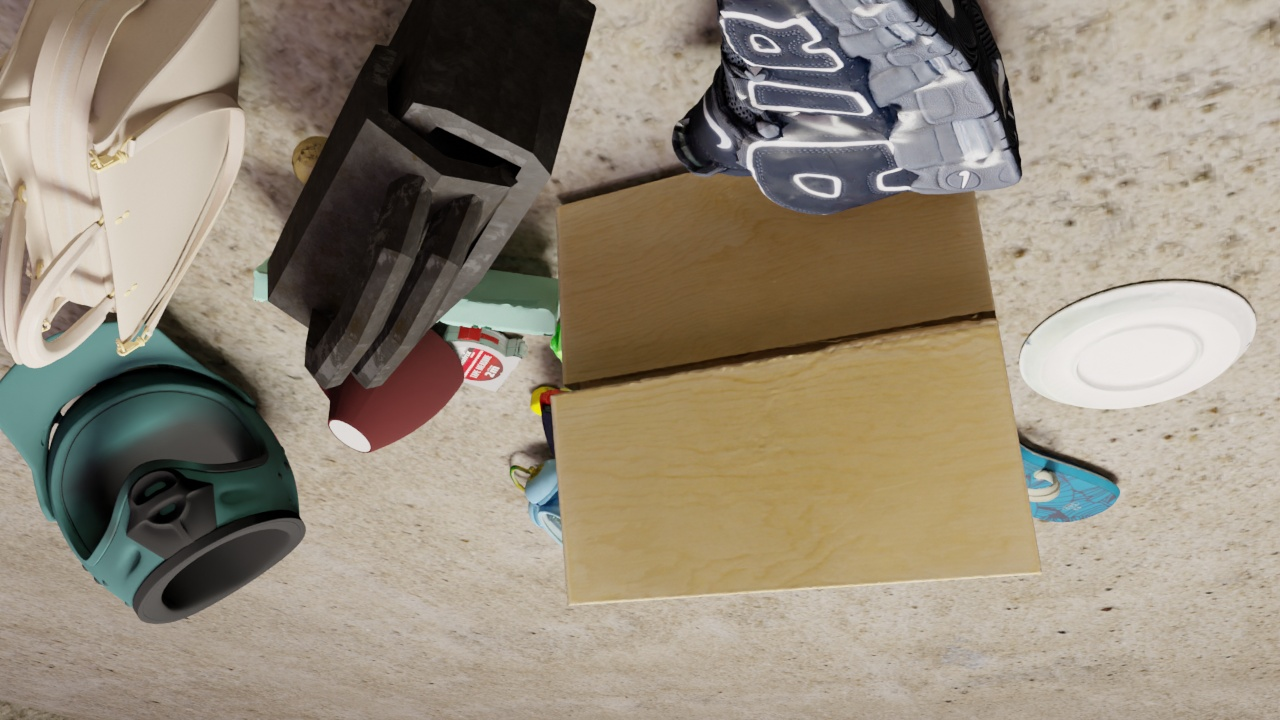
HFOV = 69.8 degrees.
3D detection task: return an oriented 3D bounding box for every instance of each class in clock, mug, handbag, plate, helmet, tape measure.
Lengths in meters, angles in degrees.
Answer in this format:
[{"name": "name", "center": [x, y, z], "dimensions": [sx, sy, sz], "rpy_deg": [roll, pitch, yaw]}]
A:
[{"name": "clock", "center": [-0.057, 0.145, 0.884], "dimensions": [0.162, 0.060, 0.118], "rpy_deg": [31, 154, 16]}, {"name": "mug", "center": [-0.205, 0.018, 0.694], "dimensions": [0.114, 0.088, 0.087], "rpy_deg": [25, 145, 8]}, {"name": "handbag", "center": [-0.124, -0.077, 0.458], "dimensions": [0.102, 0.199, 0.198], "rpy_deg": [23, 142, -25]}, {"name": "plate", "center": [0.362, -0.004, 0.673], "dimensions": [0.157, 0.014, 0.157], "rpy_deg": [4, 146, 2]}, {"name": "helmet", "center": [-0.386, 0.085, 0.735], "dimensions": [0.176, 0.200, 0.275], "rpy_deg": [-34, 172, -22]}, {"name": "tape measure", "center": [-0.128, -0.004, 0.726], "dimensions": [0.062, 0.020, 0.060], "rpy_deg": [20, 144, -20]}, {"name": "handbag", "center": [-0.269, -0.088, 0.458], "dimensions": [0.101, 0.197, 0.195], "rpy_deg": [16, 145, -16]}]

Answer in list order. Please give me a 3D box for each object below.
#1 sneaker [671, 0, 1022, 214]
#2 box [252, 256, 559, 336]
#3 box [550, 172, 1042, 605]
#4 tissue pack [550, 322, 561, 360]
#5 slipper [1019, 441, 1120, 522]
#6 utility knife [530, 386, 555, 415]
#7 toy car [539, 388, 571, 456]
[{"name": "sneaker", "center": [0.061, -0.136, 0.412], "dimensions": [0.151, 0.097, 0.252], "rpy_deg": [-19, 152, 35]}, {"name": "box", "center": [-0.147, -0.046, 0.621], "dimensions": [0.187, 0.052, 0.138], "rpy_deg": [7, -171, -6]}, {"name": "box", "center": [0.071, 0.003, 0.515], "dimensions": [0.247, 0.253, 0.068], "rpy_deg": [-10, 160, 20]}, {"name": "tissue pack", "center": [-0.004, 0.004, 0.714], "dimensions": [0.114, 0.034, 0.100], "rpy_deg": [-7, 143, 14]}, {"name": "slipper", "center": [0.306, 0.108, 0.810], "dimensions": [0.294, 0.060, 0.118], "rpy_deg": [21, 146, -23]}, {"name": "utility knife", "center": [-0.030, 0.067, 0.825], "dimensions": [0.029, 0.020, 0.172], "rpy_deg": [-24, 138, 37]}, {"name": "toy car", "center": [0.014, 0.061, 0.715], "dimensions": [0.189, 0.056, 0.082], "rpy_deg": [8, 143, 10]}]
